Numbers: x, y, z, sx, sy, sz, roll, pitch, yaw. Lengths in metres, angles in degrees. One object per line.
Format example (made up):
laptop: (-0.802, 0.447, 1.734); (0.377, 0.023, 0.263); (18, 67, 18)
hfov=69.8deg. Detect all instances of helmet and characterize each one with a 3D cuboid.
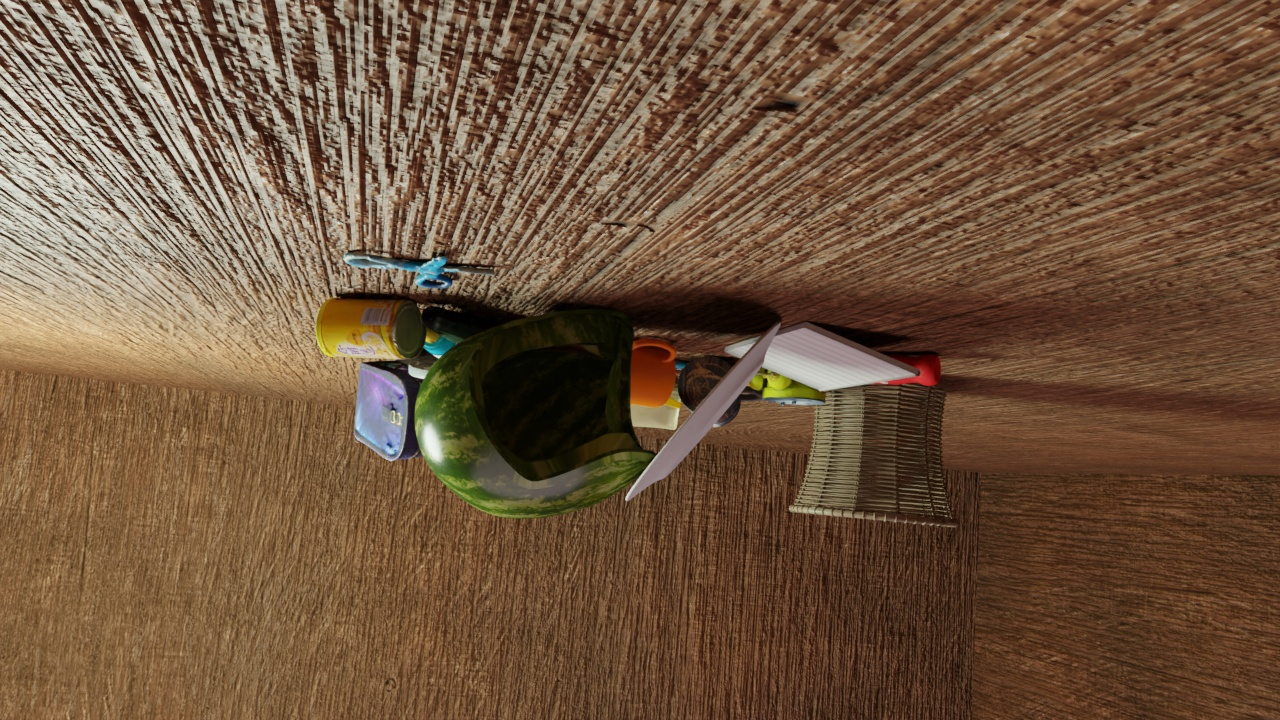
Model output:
helmet: (-0.118, 0.064, 1.000); (0.247, 0.213, 0.244); (-7, 161, -11)

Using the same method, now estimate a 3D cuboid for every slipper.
slipper: (-0.287, -0.009, 1.307); (0.098, 0.055, 0.269); (5, -176, -22)

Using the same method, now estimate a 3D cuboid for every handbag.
handbag: (-0.007, 0.050, 1.368); (0.119, 0.081, 0.111); (3, -156, -10)
handbag: (-0.299, 0.074, 1.366); (0.222, 0.125, 0.204); (15, -169, 42)

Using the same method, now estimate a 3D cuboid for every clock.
clock: (0.191, 0.029, 1.203); (0.119, 0.057, 0.083); (8, 172, -26)

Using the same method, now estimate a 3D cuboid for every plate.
plate: (0.071, 0.057, 0.949); (0.016, 0.242, 0.242); (41, 176, 8)

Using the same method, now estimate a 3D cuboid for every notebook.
notebook: (0.200, 0.000, 1.050); (0.142, 0.009, 0.210); (21, 168, -14)

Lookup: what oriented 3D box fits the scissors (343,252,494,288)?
scissors: (-0.195, -0.081, 0.837); (0.134, 0.011, 0.138); (3, 171, 6)

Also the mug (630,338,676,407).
mug: (-0.007, 0.007, 1.150); (0.095, 0.077, 0.113); (10, 144, -29)

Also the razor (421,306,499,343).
razor: (-0.198, -0.023, 1.059); (0.054, 0.067, 0.151); (18, 175, 32)

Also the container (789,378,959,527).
container: (0.331, 0.124, 1.287); (0.227, 0.196, 0.227); (5, 172, 1)

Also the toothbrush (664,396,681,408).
toothbrush: (-0.033, 0.025, 1.238); (0.197, 0.031, 0.031); (22, -179, 19)

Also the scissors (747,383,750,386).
scissors: (0.176, 0.040, 1.447); (0.128, 0.013, 0.064); (-2, 169, 35)

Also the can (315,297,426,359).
can: (-0.300, -0.035, 1.019); (0.105, 0.067, 0.067); (2, 172, 18)

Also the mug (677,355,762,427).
mug: (0.115, 0.045, 1.258); (0.116, 0.080, 0.107); (-2, 165, 10)

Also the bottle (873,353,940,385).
bottle: (0.290, 0.010, 1.082); (0.119, 0.036, 0.036); (0, 171, 33)

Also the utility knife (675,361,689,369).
utility knife: (0.055, 0.006, 1.287); (0.181, 0.015, 0.022); (4, 179, -13)

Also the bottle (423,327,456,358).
bottle: (-0.229, -0.024, 1.109); (0.051, 0.051, 0.146); (2, 172, 18)
